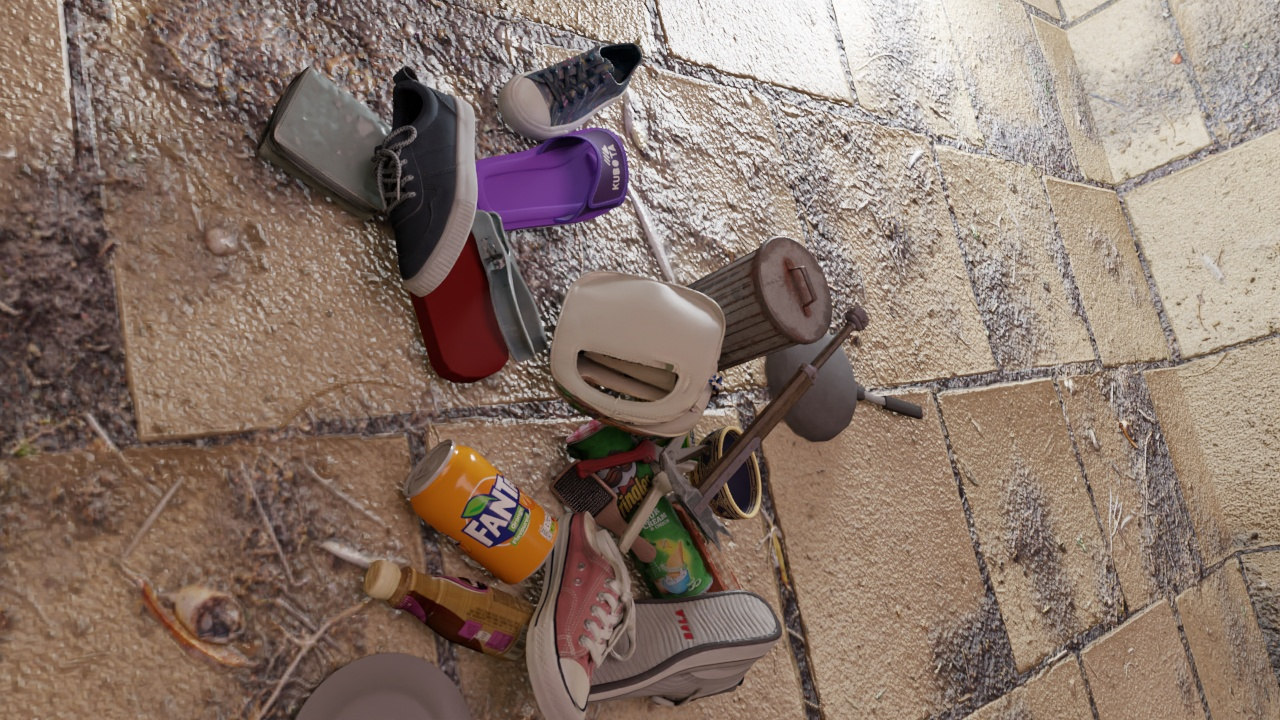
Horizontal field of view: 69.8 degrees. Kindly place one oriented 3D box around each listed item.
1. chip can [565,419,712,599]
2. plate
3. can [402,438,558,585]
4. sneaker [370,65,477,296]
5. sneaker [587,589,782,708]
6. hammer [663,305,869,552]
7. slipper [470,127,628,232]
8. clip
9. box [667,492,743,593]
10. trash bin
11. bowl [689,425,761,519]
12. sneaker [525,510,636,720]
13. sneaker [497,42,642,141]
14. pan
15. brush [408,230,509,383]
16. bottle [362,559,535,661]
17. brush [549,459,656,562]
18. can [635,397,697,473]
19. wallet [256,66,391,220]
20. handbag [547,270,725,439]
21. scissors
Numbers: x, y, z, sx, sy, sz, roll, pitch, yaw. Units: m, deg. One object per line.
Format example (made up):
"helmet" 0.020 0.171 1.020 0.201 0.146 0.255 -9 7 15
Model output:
"chip can" -0.001 0.168 1.016 0.075 0.076 0.223 -34 98 -44
"plate" -0.221 0.344 0.786 0.178 0.012 0.178 17 63 -37
"can" -0.151 0.146 0.880 0.142 0.079 0.078 45 49 -21
"sneaker" -0.215 -0.176 0.882 0.087 0.089 0.235 21 55 -39
"sneaker" 0.015 0.322 0.963 0.262 0.129 0.096 -5 38 -22
"hammer" 0.152 0.050 1.019 0.316 0.028 0.147 -46 126 -16
"slipper" -0.085 -0.213 1.065 0.265 0.084 0.107 -25 101 -44
"clip" -0.142 -0.073 0.945 0.141 0.029 0.171 -88 158 -74
"box" 0.080 0.240 1.069 0.043 0.083 0.187 -30 97 -26
"trash bin" 0.123 -0.059 1.118 0.130 0.212 0.130 17 63 -37
"bowl" 0.095 0.141 1.115 0.112 0.061 0.112 38 44 -49
"sneaker" -0.048 0.237 0.878 0.240 0.088 0.118 -88 157 -52
"sneaker" -0.076 -0.340 1.138 0.234 0.079 0.087 -38 100 -44
"pan" 0.323 0.046 1.381 0.356 0.041 0.178 16 64 -38
"brush" -0.197 -0.060 0.945 0.082 0.042 0.173 -13 83 -44
"bottle" -0.174 0.226 0.842 0.166 0.060 0.059 31 55 -30
"brush" -0.036 0.167 0.976 0.135 0.050 0.015 44 19 0
"can" 0.029 0.070 1.083 0.067 0.067 0.120 11 67 -40
"wallet" -0.299 -0.211 0.904 0.131 0.054 0.100 33 62 -32
"handbag" -0.006 0.006 1.006 0.201 0.093 0.199 15 46 6
"scissors" 0.006 0.122 0.975 0.193 0.015 0.179 23 61 -34
